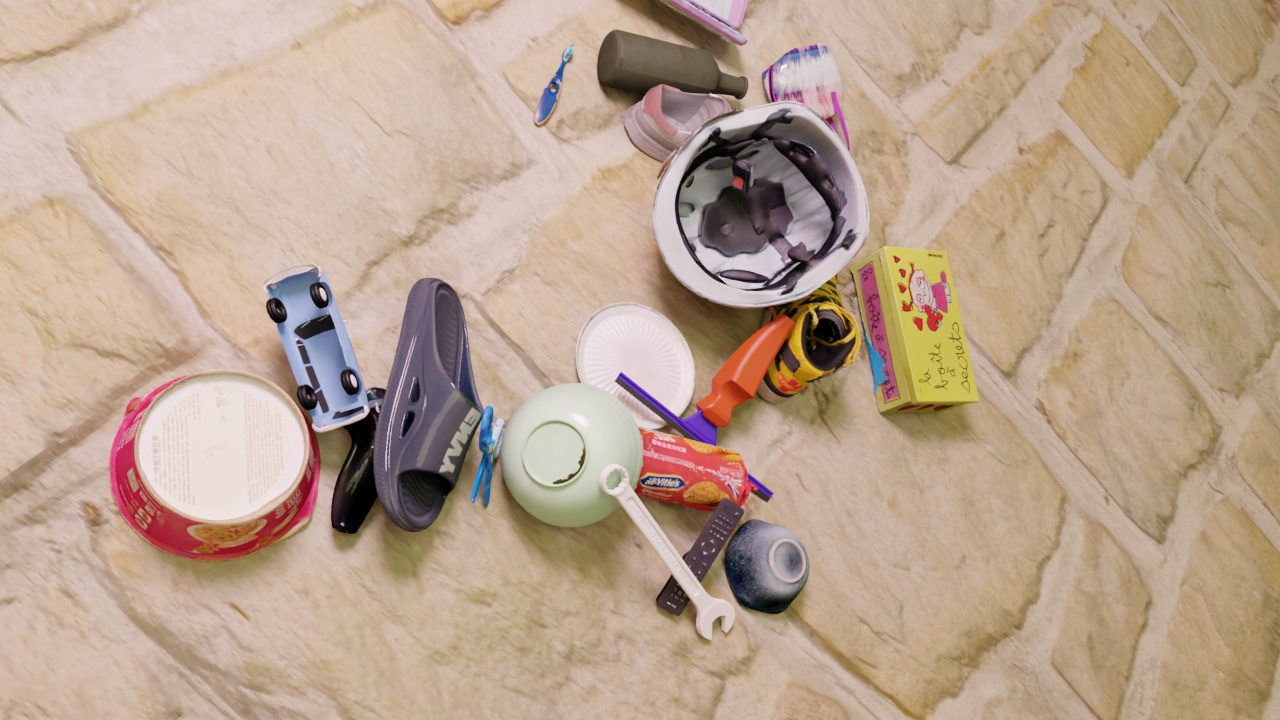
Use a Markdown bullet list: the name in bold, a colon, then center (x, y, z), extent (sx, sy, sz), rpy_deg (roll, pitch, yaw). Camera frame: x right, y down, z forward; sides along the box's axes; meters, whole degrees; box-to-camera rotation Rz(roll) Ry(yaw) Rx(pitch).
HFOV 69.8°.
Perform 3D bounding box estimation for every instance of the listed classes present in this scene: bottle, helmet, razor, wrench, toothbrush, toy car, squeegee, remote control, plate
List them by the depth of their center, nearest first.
- **toy car**: center (-0.297, -0.012, 0.851), extent (0.056, 0.054, 0.153), rpy_deg (-19, 91, 3)
- **razor**: center (-0.270, 0.095, 0.882), extent (0.064, 0.053, 0.140), rpy_deg (9, 69, 15)
- **wrench**: center (0.031, 0.204, 0.953), extent (0.047, 0.009, 0.273), rpy_deg (-44, 123, -18)
- **remote control**: center (0.065, 0.212, 0.999), extent (0.032, 0.015, 0.136), rpy_deg (33, 88, -15)
- **plate**: center (-0.006, 0.006, 1.074), extent (0.156, 0.014, 0.156), rpy_deg (10, 68, -26)
- **squeegee**: center (0.116, 0.022, 1.079), extent (0.249, 0.055, 0.185), rpy_deg (39, 90, -20)
- **helmet**: center (0.131, -0.174, 1.123), extent (0.263, 0.164, 0.236), rpy_deg (-31, 90, -10)
- **toothbrush**: center (-0.107, -0.347, 1.149), extent (0.021, 0.017, 0.134), rpy_deg (26, 61, -16)
- **bottle**: center (0.048, -0.379, 1.211), extent (0.206, 0.072, 0.071), rpy_deg (4, 70, -27)

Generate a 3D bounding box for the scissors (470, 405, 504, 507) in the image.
- **scissors**: center (-0.153, 0.094, 0.920), extent (0.014, 0.125, 0.130), rpy_deg (10, 28, 4)

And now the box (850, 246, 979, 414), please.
- **box**: center (0.375, -0.038, 1.257), extent (0.124, 0.082, 0.220), rpy_deg (3, 69, -28)

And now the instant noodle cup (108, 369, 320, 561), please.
- **instant noodle cup**: center (-0.370, 0.083, 0.813), extent (0.178, 0.078, 0.178), rpy_deg (10, 67, -25)

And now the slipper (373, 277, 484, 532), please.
- **slipper**: center (-0.189, 0.038, 0.901), extent (0.083, 0.111, 0.267), rpy_deg (-6, 62, 15)

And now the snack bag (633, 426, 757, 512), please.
- **snack bag**: center (0.039, 0.124, 1.020), extent (0.176, 0.083, 0.082), rpy_deg (16, 65, -23)

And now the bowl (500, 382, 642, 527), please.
- **bowl**: center (-0.077, 0.094, 0.924), extent (0.151, 0.077, 0.151), rpy_deg (-1, 83, 9)

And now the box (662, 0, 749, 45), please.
- **box**: center (0.055, -0.515, 1.277), extent (0.214, 0.051, 0.148), rpy_deg (24, 40, -19)

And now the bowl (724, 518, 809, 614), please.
- **bowl**: center (0.155, 0.233, 1.054), extent (0.110, 0.055, 0.110), rpy_deg (10, 67, -24)

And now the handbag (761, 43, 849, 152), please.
- **handbag**: center (0.253, -0.362, 1.327), extent (0.144, 0.068, 0.170), rpy_deg (-21, 89, -32)

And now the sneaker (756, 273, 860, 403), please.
- **sneaker**: center (0.223, -0.063, 1.159), extent (0.086, 0.122, 0.238), rpy_deg (31, 61, -17)

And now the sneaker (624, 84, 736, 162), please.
- **sneaker**: center (0.101, -0.292, 1.196), extent (0.236, 0.090, 0.099), rpy_deg (17, 65, -22)
